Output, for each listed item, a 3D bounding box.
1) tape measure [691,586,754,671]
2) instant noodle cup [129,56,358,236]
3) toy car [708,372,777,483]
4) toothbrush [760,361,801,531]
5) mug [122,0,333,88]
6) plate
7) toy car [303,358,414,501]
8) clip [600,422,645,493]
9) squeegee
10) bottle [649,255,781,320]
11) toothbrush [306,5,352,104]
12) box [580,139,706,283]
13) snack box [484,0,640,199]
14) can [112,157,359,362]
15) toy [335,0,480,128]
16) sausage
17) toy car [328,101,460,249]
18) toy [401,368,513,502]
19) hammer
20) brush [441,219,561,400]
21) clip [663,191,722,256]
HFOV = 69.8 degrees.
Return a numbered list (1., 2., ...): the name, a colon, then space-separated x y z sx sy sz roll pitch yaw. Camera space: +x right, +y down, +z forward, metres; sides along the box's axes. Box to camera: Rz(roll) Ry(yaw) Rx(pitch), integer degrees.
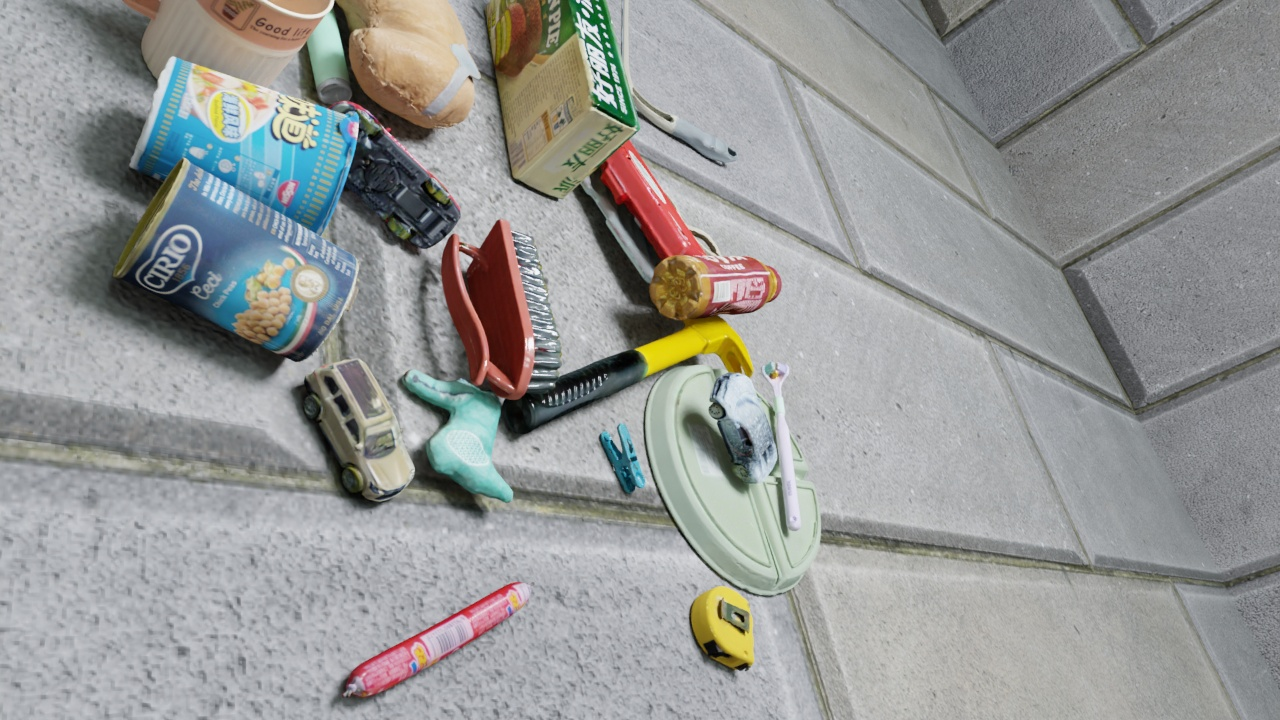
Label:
1. tape measure: 0.068 0.208 0.726 0.057 0.029 0.059 34 39 -29
2. instant noodle cup: -0.245 -0.131 0.566 0.109 0.099 0.099 20 47 -31
3. toy car: 0.093 0.059 0.803 0.048 0.031 0.105 -46 121 -42
4. toothbrush: 0.139 0.079 0.884 0.021 0.029 0.188 76 10 -51
5. mug: -0.275 -0.227 0.589 0.114 0.106 0.081 22 46 -41
6. plate: 0.094 0.102 0.851 0.230 0.028 0.229 32 39 -31
7. toy car: -0.170 0.042 0.561 0.042 0.035 0.090 -21 82 -55
8. clip: -0.013 0.080 0.740 0.014 0.041 0.056 -9 76 -53
9. squeegee: 0.039 -0.290 1.103 0.246 0.039 0.246 20 65 -49
10. bottle: 0.079 -0.071 0.872 0.174 0.058 0.057 -8 69 -55
11. toothbrush: -0.263 -0.297 0.737 0.027 0.027 0.224 5 58 -44
12. box: -0.013 -0.158 0.911 0.201 0.068 0.090 58 16 18
13. snack box: -0.081 -0.282 0.875 0.063 0.115 0.239 18 48 -42
14. can: -0.229 -0.054 0.530 0.111 0.075 0.075 32 41 -33
15. toy: -0.201 -0.293 0.751 0.226 0.083 0.143 69 14 15
16. sausage: -0.113 0.163 0.544 0.155 0.020 0.020 -16 75 -55
17. toy car: -0.187 -0.136 0.674 0.120 0.053 0.045 45 7 -27
18. toy: -0.123 0.045 0.625 0.096 0.030 0.091 31 35 -21
19. hammer: -0.005 0.005 0.784 0.129 0.033 0.299 41 34 19
20. brush: -0.104 -0.033 0.667 0.069 0.063 0.145 10 46 -34
21. clip: 0.042 -0.134 0.981 0.098 0.034 0.063 48 35 -3
